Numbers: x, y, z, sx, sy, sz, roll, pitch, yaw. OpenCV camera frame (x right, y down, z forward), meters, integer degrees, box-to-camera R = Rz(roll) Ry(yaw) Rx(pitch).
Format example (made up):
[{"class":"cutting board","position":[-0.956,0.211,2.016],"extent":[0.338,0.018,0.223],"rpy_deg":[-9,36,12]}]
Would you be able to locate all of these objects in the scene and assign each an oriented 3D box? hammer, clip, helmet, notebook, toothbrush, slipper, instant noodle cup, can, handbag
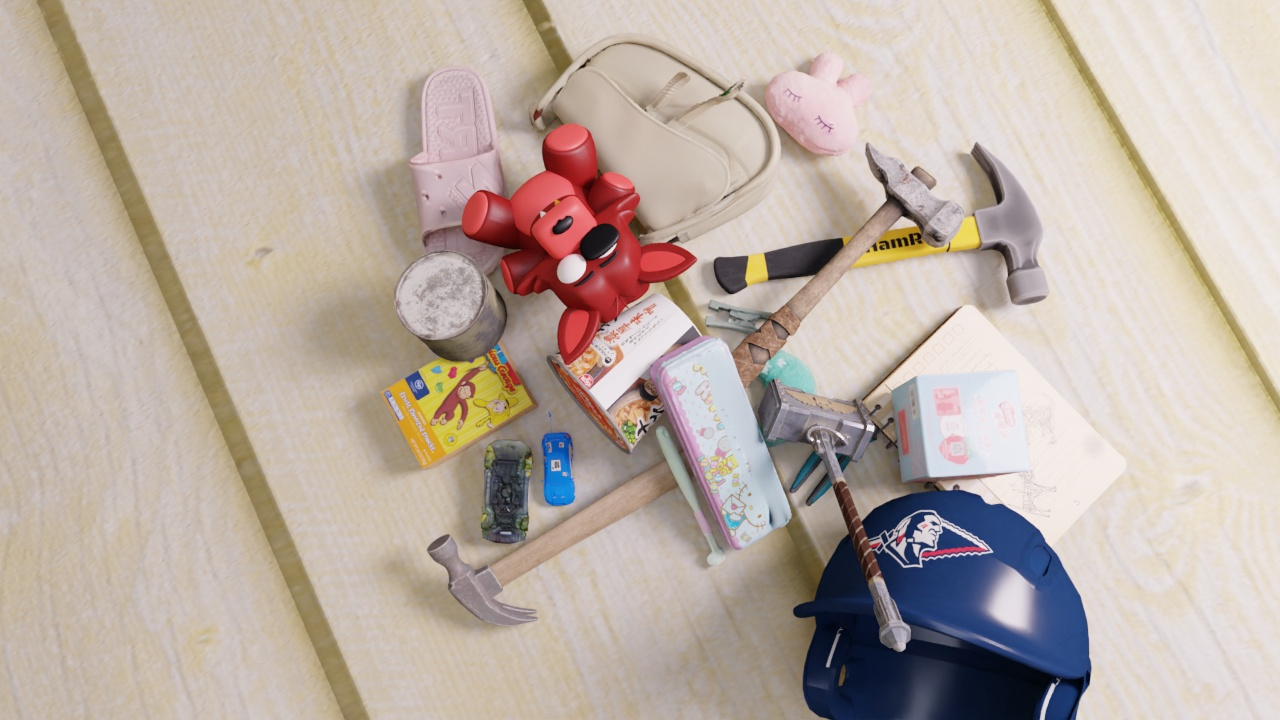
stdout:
[{"class":"hammer","position":[-0.038,0.149,0.907],"extent":[0.331,0.031,0.119],"rpy_deg":[-31,106,-4]},{"class":"clip","position":[0.104,-0.041,0.934],"extent":[0.076,0.023,0.044],"rpy_deg":[12,87,6]},{"class":"helmet","position":[0.255,0.218,0.780],"extent":[0.233,0.272,0.223],"rpy_deg":[4,77,35]},{"class":"notebook","position":[0.344,0.077,0.900],"extent":[0.167,0.024,0.225],"rpy_deg":[-42,84,-10]},{"class":"hammer","position":[0.166,-0.067,0.892],"extent":[0.319,0.049,0.121],"rpy_deg":[-46,74,2]},{"class":"toothbrush","position":[0.048,0.132,0.897],"extent":[0.022,0.015,0.155],"rpy_deg":[-32,106,-29]},{"class":"slipper","position":[-0.188,-0.196,0.944],"extent":[0.094,0.064,0.239],"rpy_deg":[-5,82,2]},{"class":"hammer","position":[0.169,0.118,0.753],"extent":[0.098,0.321,0.044],"rpy_deg":[14,116,-9]},{"class":"instant noodle cup","position":[-0.005,0.005,0.894],"extent":[0.121,0.124,0.123],"rpy_deg":[-40,84,-11]},{"class":"can","position":[-0.181,-0.051,0.886],"extent":[0.090,0.074,0.089],"rpy_deg":[-2,74,7]},{"class":"handbag","position":[0.016,-0.228,0.911],"extent":[0.184,0.132,0.229],"rpy_deg":[-40,82,5]},{"class":"hammer","position":[0.235,-0.117,0.927],"extent":[0.325,0.034,0.169],"rpy_deg":[-9,75,5]}]

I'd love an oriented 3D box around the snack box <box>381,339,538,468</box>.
[{"class":"snack box","position":[-0.182,0.039,0.931],"extent":[0.126,0.040,0.088],"rpy_deg":[-31,83,-1]}]

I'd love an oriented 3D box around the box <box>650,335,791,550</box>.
[{"class":"box","position":[0.079,0.081,0.866],"extent":[0.076,0.033,0.214],"rpy_deg":[-28,112,-10]}]

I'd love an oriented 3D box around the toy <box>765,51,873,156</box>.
[{"class":"toy","position":[0.187,-0.267,0.942],"extent":[0.108,0.053,0.105],"rpy_deg":[37,72,7]}]

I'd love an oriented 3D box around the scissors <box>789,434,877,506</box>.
[{"class":"scissors","position":[0.198,0.077,0.919],"extent":[0.138,0.019,0.136],"rpy_deg":[-1,85,3]}]

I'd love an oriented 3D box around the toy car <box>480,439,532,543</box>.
[{"class":"toy car","position":[-0.133,0.130,0.921],"extent":[0.048,0.033,0.105],"rpy_deg":[4,94,-1]}]

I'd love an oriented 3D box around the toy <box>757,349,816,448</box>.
[{"class":"toy","position":[0.134,0.036,0.921],"extent":[0.085,0.033,0.105],"rpy_deg":[-8,85,13]}]

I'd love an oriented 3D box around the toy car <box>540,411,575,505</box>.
[{"class":"toy car","position":[-0.085,0.099,0.909],"extent":[0.033,0.062,0.092],"rpy_deg":[-4,84,2]}]

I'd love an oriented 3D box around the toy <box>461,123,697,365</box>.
[{"class":"toy","position":[-0.062,-0.113,0.868],"extent":[0.158,0.120,0.197],"rpy_deg":[-38,59,0]}]

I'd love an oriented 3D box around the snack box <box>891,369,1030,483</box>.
[{"class":"snack box","position":[0.292,0.063,0.846],"extent":[0.095,0.079,0.093],"rpy_deg":[-4,78,-2]}]
